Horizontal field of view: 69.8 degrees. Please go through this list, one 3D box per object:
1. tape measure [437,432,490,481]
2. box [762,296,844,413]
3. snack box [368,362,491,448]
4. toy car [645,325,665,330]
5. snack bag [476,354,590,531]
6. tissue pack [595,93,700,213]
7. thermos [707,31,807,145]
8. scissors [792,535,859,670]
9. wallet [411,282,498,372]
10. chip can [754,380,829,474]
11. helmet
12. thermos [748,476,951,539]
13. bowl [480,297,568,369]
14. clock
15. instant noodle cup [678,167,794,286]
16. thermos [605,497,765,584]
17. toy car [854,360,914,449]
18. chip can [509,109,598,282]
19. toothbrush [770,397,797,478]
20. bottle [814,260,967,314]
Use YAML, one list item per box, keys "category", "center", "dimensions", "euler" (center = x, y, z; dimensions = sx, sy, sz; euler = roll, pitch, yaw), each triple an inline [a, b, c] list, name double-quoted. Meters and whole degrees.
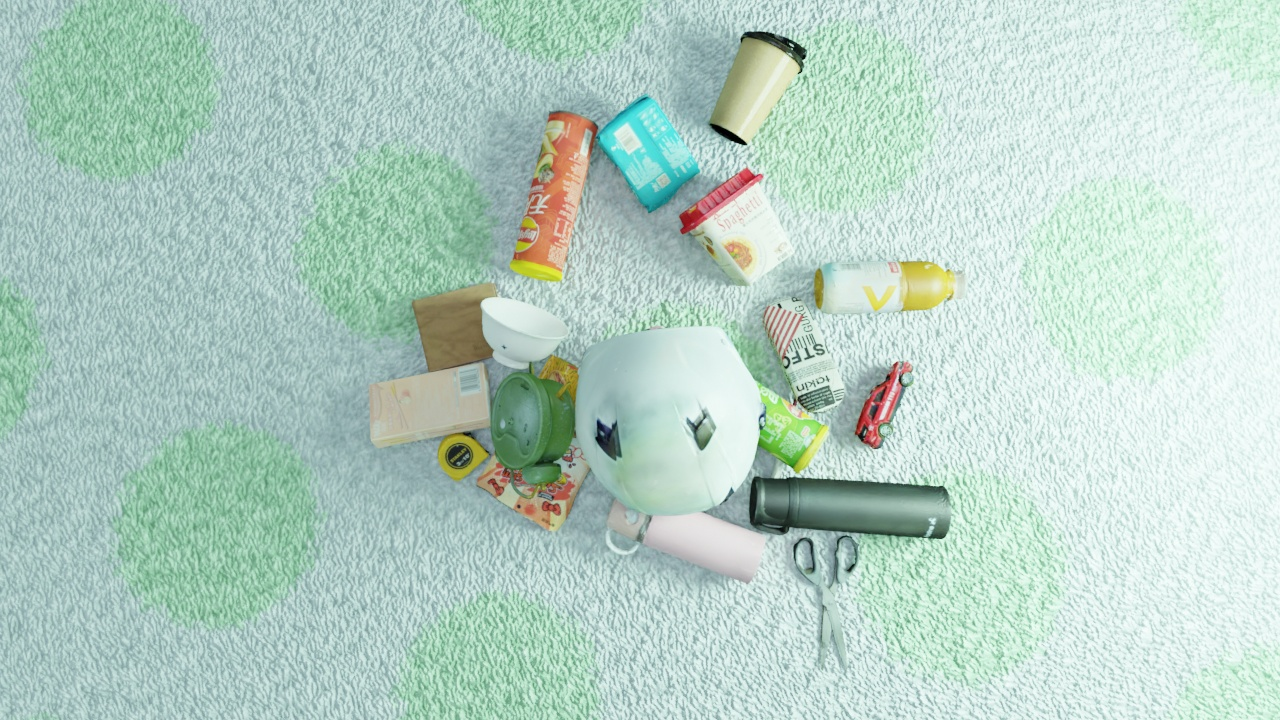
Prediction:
- category: "tape measure"
  center: [-0.238, 0.123, 1.205]
  dimensions: [0.060, 0.029, 0.057]
  euler: [-42, 110, -5]
- category: "box"
  center: [0.210, -0.010, 1.184]
  dimensions: [0.068, 0.051, 0.164]
  euler: [-27, 70, 11]
- category: "snack box"
  center: [-0.275, 0.058, 1.202]
  dimensions: [0.157, 0.026, 0.084]
  euler: [-11, 62, 1]
- category: "toy car"
  center: [-0.007, 0.007, 1.147]
  dimensions: [0.122, 0.037, 0.056]
  euler: [-41, 110, 5]
- category: "snack bag"
  center: [-0.115, 0.106, 1.196]
  dimensions: [0.128, 0.073, 0.208]
  euler: [28, 94, 3]
- category: "tissue pack"
  center: [0.011, -0.272, 1.212]
  dimensions: [0.093, 0.050, 0.133]
  euler: [-37, 104, -2]
- category: "thermos"
  center: [0.150, -0.361, 1.210]
  dimensions: [0.093, 0.093, 0.143]
  euler: [28, 94, 4]
- category: "scissors"
  center: [0.240, 0.307, 1.187]
  dimensions: [0.163, 0.014, 0.165]
  euler: [38, 90, 3]
- category: "wallet"
  center: [-0.239, -0.045, 1.229]
  dimensions: [0.115, 0.020, 0.101]
  euler: [-15, 86, -2]
- category: "chip can"
  center: [0.130, 0.055, 1.171]
  dimensions: [0.221, 0.072, 0.072]
  euler: [34, 87, 10]
- category: "helmet"
  center: [0.032, 0.093, 1.071]
  dimensions: [0.229, 0.145, 0.259]
  euler: [-6, 124, 12]
- category: "thermos"
  center: [0.261, 0.191, 1.169]
  dimensions: [0.242, 0.090, 0.068]
  euler: [4, 44, 0]
- category: "bowl"
  center: [-0.159, -0.028, 1.188]
  dimensions: [0.118, 0.118, 0.065]
  euler: [24, 108, 4]
- category: "clock"
  center: [-0.134, 0.090, 1.121]
  dimensions: [0.056, 0.116, 0.161]
  euler: [5, 103, -39]
- category: "instant noodle cup"
  center: [0.128, -0.168, 1.185]
  dimensions: [0.116, 0.116, 0.124]
  euler: [-37, 96, -2]
- category: "thermos"
  center: [0.053, 0.230, 1.172]
  dimensions: [0.198, 0.067, 0.087]
  euler: [19, 90, 2]
- category: "toy car"
  center: [0.315, 0.055, 1.184]
  dimensions: [0.045, 0.053, 0.120]
  euler: [25, 88, 6]
- category: "chip can"
  center: [-0.113, -0.216, 1.211]
  dimensions: [0.073, 0.073, 0.216]
  euler: [14, 86, 3]
- category: "toothbrush"
  center: [0.198, 0.091, 1.204]
  dimensions: [0.017, 0.016, 0.187]
  euler: [17, 85, -7]
- category: "bottle"
  center: [0.323, -0.096, 1.188]
  dimensions: [0.189, 0.068, 0.068]
  euler: [-2, 85, 1]
